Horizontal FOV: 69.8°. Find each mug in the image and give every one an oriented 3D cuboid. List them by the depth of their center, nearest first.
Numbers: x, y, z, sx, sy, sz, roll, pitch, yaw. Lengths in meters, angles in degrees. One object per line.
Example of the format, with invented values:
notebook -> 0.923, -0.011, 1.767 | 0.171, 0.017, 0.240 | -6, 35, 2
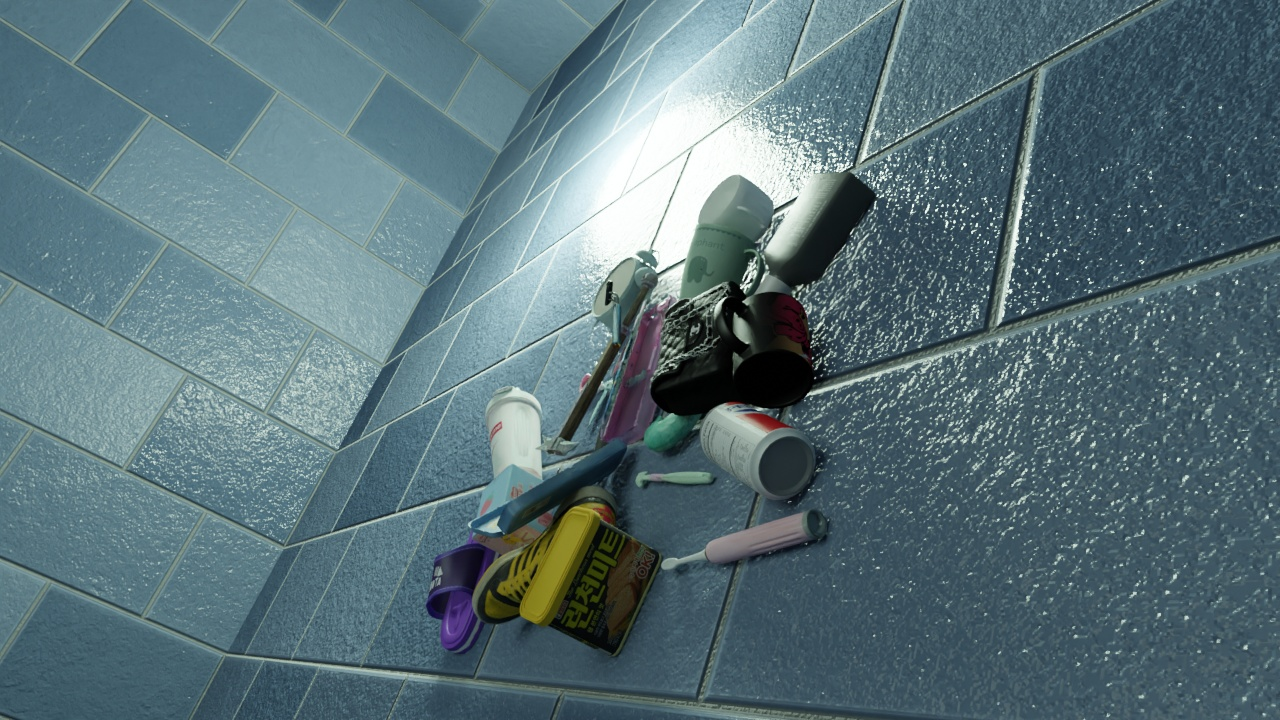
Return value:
mug -> 0.125, -0.020, 0.970 | 0.082, 0.118, 0.098 | -42, 26, 33
mug -> 0.108, -0.113, 1.198 | 0.111, 0.084, 0.104 | 12, 78, 36
mug -> 0.136, -0.199, 1.256 | 0.094, 0.068, 0.115 | -56, 22, 1

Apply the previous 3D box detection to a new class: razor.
razor -> -0.038, -0.065, 1.376 | 0.143, 0.022, 0.042 | -99, 12, -51

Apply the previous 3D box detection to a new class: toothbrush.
toothbrush -> 0.091, 0.180, 0.889 | 0.223, 0.026, 0.027 | -30, 54, 48
toothbrush -> 0.038, 0.138, 1.070 | 0.155, 0.015, 0.022 | -13, 49, 59

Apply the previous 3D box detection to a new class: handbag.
handbag -> 0.063, -0.021, 1.080 | 0.125, 0.114, 0.153 | -20, 42, 31

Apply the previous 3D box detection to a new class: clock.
clock -> -0.020, -0.118, 1.495 | 0.160, 0.045, 0.122 | -45, 25, 29

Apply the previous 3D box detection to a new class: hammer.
hammer -> -0.051, 0.002, 1.373 | 0.316, 0.028, 0.147 | -62, 18, -14

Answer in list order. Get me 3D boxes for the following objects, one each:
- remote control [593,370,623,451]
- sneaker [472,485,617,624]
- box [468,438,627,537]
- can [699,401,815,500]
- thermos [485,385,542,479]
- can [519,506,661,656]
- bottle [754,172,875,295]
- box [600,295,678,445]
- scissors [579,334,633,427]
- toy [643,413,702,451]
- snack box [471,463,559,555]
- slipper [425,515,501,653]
remote control -> -0.041, 0.078, 1.299 | 0.033, 0.015, 0.146 | -25, 42, 49
sneaker -> -0.115, 0.266, 1.110 | 0.239, 0.086, 0.122 | -47, 20, 14
box -> -0.110, 0.167, 1.164 | 0.208, 0.043, 0.125 | -25, -6, -45
can -> 0.113, 0.087, 0.913 | 0.070, 0.070, 0.132 | -57, 22, -2
thermos -> -0.199, 0.128, 1.471 | 0.099, 0.099, 0.220 | -49, 27, 18
can -> -0.052, 0.242, 0.999 | 0.073, 0.101, 0.130 | -7, 53, 62
bottle -> 0.195, -0.138, 1.083 | 0.174, 0.046, 0.084 | -57, 22, -2
box -> -0.009, 0.006, 1.270 | 0.085, 0.071, 0.229 | -30, 34, 47
scissors -> -0.045, 0.021, 1.399 | 0.177, 0.013, 0.170 | -58, 22, -4
toy -> 0.043, 0.076, 1.126 | 0.105, 0.033, 0.084 | -38, 15, 34
snack box -> -0.170, 0.217, 1.283 | 0.080, 0.094, 0.092 | -42, 27, 31
slipper -> -0.270, 0.303, 1.383 | 0.108, 0.084, 0.265 | -36, 30, 41
